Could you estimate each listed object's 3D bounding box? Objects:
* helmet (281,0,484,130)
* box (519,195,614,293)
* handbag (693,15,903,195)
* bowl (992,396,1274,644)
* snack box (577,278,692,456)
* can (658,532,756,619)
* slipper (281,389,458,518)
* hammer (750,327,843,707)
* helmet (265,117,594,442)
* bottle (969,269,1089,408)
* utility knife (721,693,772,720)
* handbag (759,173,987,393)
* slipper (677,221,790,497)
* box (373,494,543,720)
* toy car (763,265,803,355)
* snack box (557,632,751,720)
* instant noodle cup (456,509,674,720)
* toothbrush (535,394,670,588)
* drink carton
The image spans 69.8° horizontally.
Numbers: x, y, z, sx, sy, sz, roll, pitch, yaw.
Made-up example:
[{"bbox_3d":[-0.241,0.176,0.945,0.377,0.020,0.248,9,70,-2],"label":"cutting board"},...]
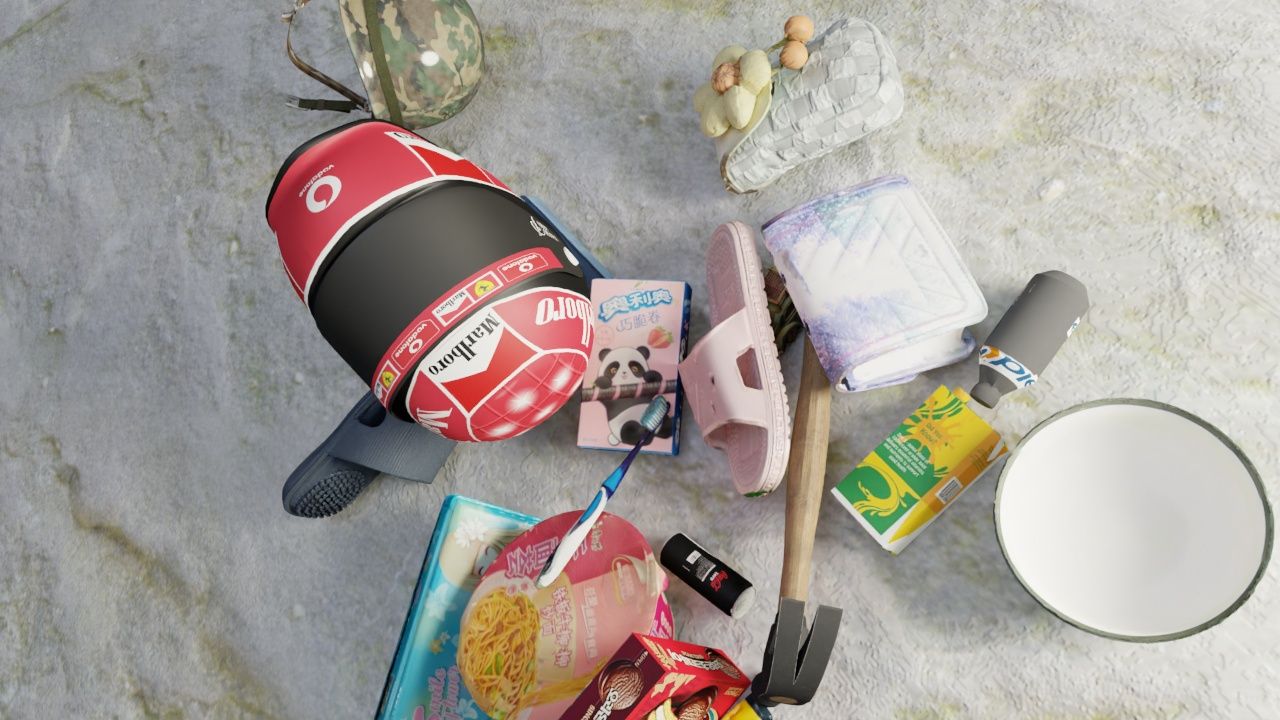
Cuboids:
[{"bbox_3d":[-0.303,-0.363,1.056,0.236,0.193,0.224,-18,66,-13],"label":"helmet"},{"bbox_3d":[-0.094,-0.071,0.919,0.122,0.047,0.209,-46,55,5],"label":"box"},{"bbox_3d":[0.135,-0.237,0.806,0.172,0.123,0.112,-21,55,28],"label":"handbag"},{"bbox_3d":[0.315,0.106,0.595,0.154,0.073,0.153,-11,66,26],"label":"bowl"},{"bbox_3d":[-0.005,0.005,0.815,0.088,0.033,0.154,3,83,15],"label":"snack box"},{"bbox_3d":[0.054,0.173,0.741,0.080,0.031,0.031,31,87,35],"label":"can"},{"bbox_3d":[-0.251,0.095,0.907,0.264,0.101,0.082,-38,56,15],"label":"slipper"},{"bbox_3d":[0.125,0.099,0.696,0.040,0.132,0.304,11,64,2],"label":"hammer"},{"bbox_3d":[-0.147,-0.044,0.747,0.198,0.271,0.224,-41,73,4],"label":"helmet"},{"bbox_3d":[0.283,-0.014,0.677,0.047,0.047,0.112,37,91,35],"label":"bottle"},{"bbox_3d":[0.019,0.344,0.701,0.227,0.019,0.030,-47,50,0],"label":"utility knife"},{"bbox_3d":[0.181,-0.060,0.727,0.126,0.069,0.158,-18,60,-2],"label":"handbag"},{"bbox_3d":[0.067,-0.004,0.754,0.064,0.094,0.239,2,69,-16],"label":"slipper"},{"bbox_3d":[-0.176,0.241,0.835,0.117,0.097,0.226,-13,59,63],"label":"box"},{"bbox_3d":[0.124,-0.059,0.785,0.047,0.047,0.112,31,86,36],"label":"toy car"},{"bbox_3d":[-0.002,0.265,0.662,0.132,0.152,0.036,-50,55,3],"label":"snack box"},{"bbox_3d":[-0.049,0.216,0.734,0.179,0.078,0.178,-19,45,20],"label":"instant noodle cup"},{"bbox_3d":[-0.030,0.105,0.748,0.016,0.017,0.188,15,62,46],"label":"toothbrush"},{"bbox_3d":[0.210,0.080,0.684,0.122,0.041,0.058,-46,56,7],"label":"drink carton"}]
